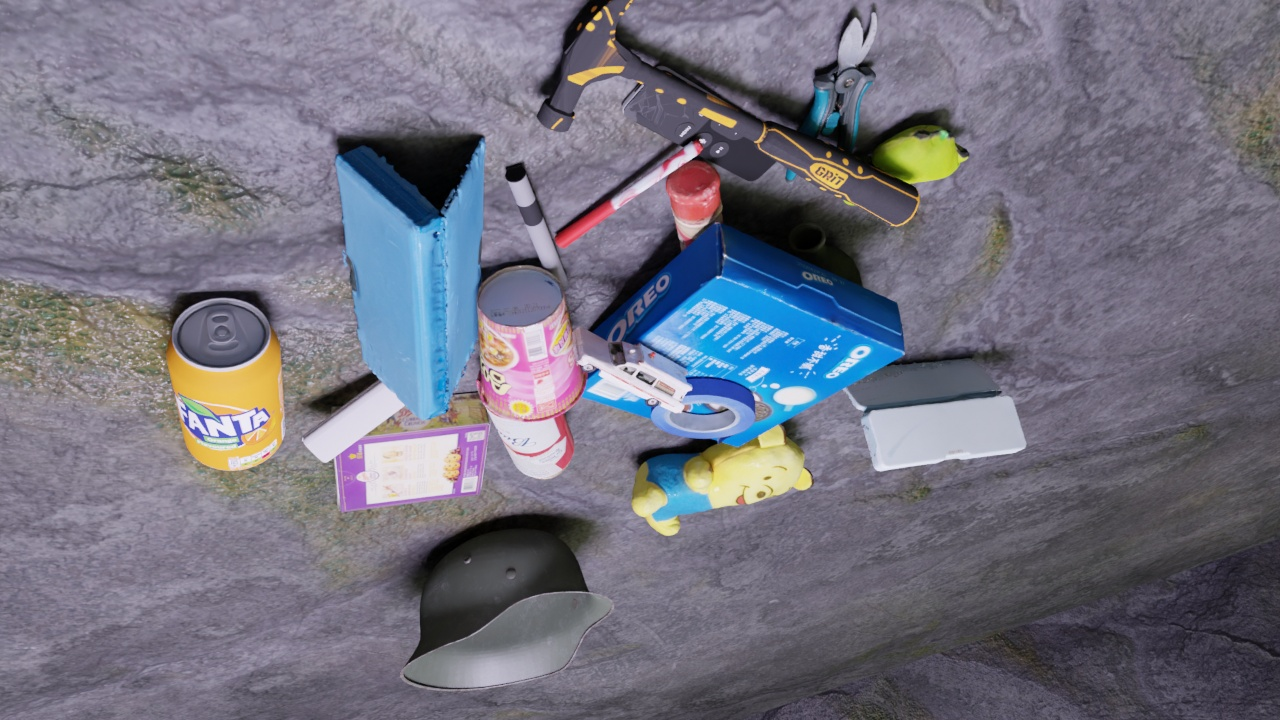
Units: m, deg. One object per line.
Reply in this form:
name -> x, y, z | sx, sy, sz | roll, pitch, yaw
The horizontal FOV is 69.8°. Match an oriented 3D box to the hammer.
hammer -> 0.088, -0.165, 0.656 | 0.320, 0.036, 0.124 | 16, 128, -32

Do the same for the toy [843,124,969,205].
toy -> 0.216, -0.159, 0.755 | 0.094, 0.036, 0.094 | 3, 148, -18

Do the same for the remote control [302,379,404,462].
remote control -> -0.241, 0.043, 0.822 | 0.131, 0.012, 0.033 | -36, 120, 0

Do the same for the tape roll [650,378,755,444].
tape roll -> 0.057, 0.045, 0.836 | 0.093, 0.016, 0.092 | 17, 148, -22

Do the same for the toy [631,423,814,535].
toy -> 0.095, 0.137, 1.099 | 0.214, 0.084, 0.149 | -20, 155, 2

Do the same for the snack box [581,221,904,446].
snack box -> 0.079, -0.009, 0.816 | 0.195, 0.056, 0.240 | 19, 146, -26

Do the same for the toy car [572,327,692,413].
toy car -> -0.005, 0.004, 0.761 | 0.113, 0.039, 0.039 | 30, 121, -33

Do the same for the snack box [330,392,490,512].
snack box -> -0.230, 0.094, 0.918 | 0.147, 0.040, 0.144 | -5, 145, -18

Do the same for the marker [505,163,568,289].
marker -> -0.079, -0.100, 0.722 | 0.016, 0.016, 0.141 | -17, 148, 0

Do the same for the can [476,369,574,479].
can -> -0.108, 0.056, 0.894 | 0.067, 0.067, 0.170 | -16, 148, -3

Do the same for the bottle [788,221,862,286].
bottle -> 0.172, -0.057, 0.854 | 0.071, 0.071, 0.207 | -23, 147, 8

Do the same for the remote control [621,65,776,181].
remote control -> 0.052, -0.172, 0.681 | 0.146, 0.008, 0.045 | 16, 135, -41

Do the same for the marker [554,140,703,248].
marker -> -0.011, -0.127, 0.706 | 0.142, 0.012, 0.012 | -30, 146, 26

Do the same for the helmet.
helmet -> -0.167, 0.295, 1.144 | 0.268, 0.153, 0.227 | -22, 147, 16

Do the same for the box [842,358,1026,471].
box -> 0.329, 0.054, 1.034 | 0.197, 0.136, 0.049 | -4, 144, -21

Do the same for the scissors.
scissors -> 0.145, -0.188, 0.691 | 0.153, 0.019, 0.127 | -40, 145, 25

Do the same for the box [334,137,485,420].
box -> -0.157, -0.065, 0.701 | 0.101, 0.094, 0.232 | -38, 158, -32

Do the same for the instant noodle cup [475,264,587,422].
instant noodle cup -> -0.095, -0.018, 0.770 | 0.097, 0.097, 0.109 | -11, 142, -10

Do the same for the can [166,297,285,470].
can -> -0.326, 0.021, 0.728 | 0.079, 0.079, 0.143 | -3, 145, -21

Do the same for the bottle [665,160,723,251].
bottle -> 0.047, -0.111, 0.740 | 0.044, 0.044, 0.109 | -17, 148, 0
